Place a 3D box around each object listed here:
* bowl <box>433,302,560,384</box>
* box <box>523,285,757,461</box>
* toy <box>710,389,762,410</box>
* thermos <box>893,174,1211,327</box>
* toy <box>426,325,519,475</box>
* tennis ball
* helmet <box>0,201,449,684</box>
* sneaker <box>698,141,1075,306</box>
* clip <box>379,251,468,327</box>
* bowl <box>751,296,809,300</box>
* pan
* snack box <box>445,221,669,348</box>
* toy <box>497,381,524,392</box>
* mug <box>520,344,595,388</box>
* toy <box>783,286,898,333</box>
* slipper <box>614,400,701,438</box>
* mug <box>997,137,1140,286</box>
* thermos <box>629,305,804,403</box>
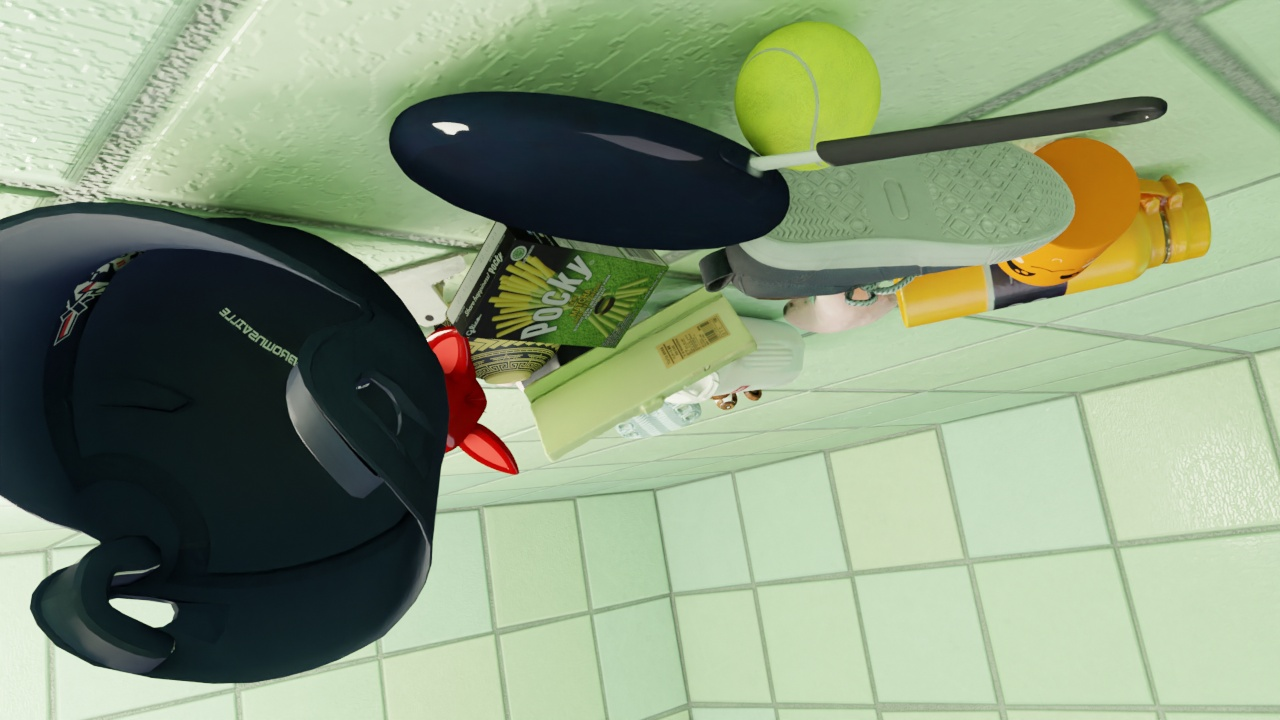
[{"bbox_3d":[-0.117,-0.014,0.785,0.112,0.061,0.112,-9,169,-2],"label":"bowl"},{"bbox_3d":[-0.008,-0.001,0.757,0.188,0.047,0.140,-29,-153,3],"label":"box"},{"bbox_3d":[0.097,0.013,1.039,0.112,0.087,0.068,-9,154,-39],"label":"toy"},{"bbox_3d":[0.323,-0.088,0.737,0.233,0.076,0.091,-12,166,14],"label":"thermos"},{"bbox_3d":[-0.210,0.037,0.751,0.197,0.158,0.120,2,-143,22],"label":"toy"},{"bbox_3d":[0.076,-0.119,0.417,0.065,0.065,0.065,-9,169,-2],"label":"tennis ball"},{"bbox_3d":[-0.236,0.020,0.509,0.233,0.222,0.272,-38,129,17],"label":"helmet"},{"bbox_3d":[0.156,-0.079,0.575,0.235,0.089,0.088,-6,152,-13],"label":"sneaker"},{"bbox_3d":[-0.161,-0.055,0.666,0.102,0.040,0.054,-12,149,15],"label":"clip"},{"bbox_3d":[0.141,-0.080,0.745,0.118,0.030,0.118,-9,169,-2],"label":"bowl"},{"bbox_3d":[0.033,-0.083,0.408,0.357,0.021,0.198,2,172,42],"label":"pan"},{"bbox_3d":[-0.055,-0.050,0.648,0.147,0.025,0.080,4,129,-48],"label":"snack box"},{"bbox_3d":[-0.114,0.013,0.962,0.110,0.047,0.063,3,174,12],"label":"toy"},{"bbox_3d":[-0.054,0.006,0.881,0.105,0.071,0.078,18,156,-29],"label":"mug"},{"bbox_3d":[0.191,-0.054,0.852,0.095,0.052,0.099,2,164,-16],"label":"toy"},{"bbox_3d":[0.000,0.021,1.039,0.104,0.074,0.245,-14,152,13],"label":"slipper"},{"bbox_3d":[0.277,-0.104,0.649,0.113,0.077,0.096,8,172,12],"label":"mug"},{"bbox_3d":[0.086,-0.006,0.915,0.100,0.099,0.220,-18,169,37],"label":"thermos"}]
